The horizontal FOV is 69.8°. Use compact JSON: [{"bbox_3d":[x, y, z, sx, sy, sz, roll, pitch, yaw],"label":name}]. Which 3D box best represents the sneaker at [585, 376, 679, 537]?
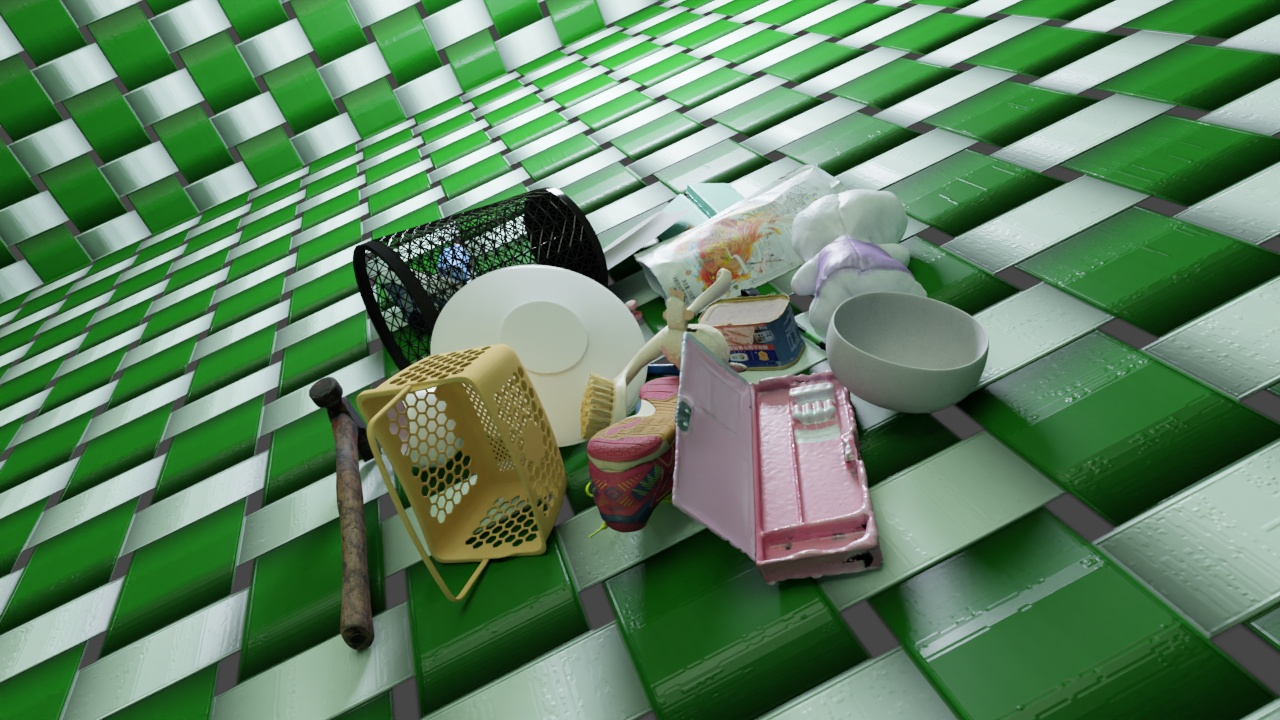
[{"bbox_3d":[0.016,0.078,0.827,0.116,0.091,0.241,-1,16,23],"label":"sneaker"}]

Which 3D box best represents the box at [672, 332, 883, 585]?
[{"bbox_3d":[0.102,0.077,0.751,0.172,0.075,0.232,14,34,-2],"label":"box"}]

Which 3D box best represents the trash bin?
[{"bbox_3d":[-0.184,-0.090,1.120,0.242,0.217,0.217,-31,29,-27],"label":"trash bin"}]

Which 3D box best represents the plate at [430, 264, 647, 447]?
[{"bbox_3d":[-0.102,-0.017,0.960,0.229,0.030,0.229,6,57,-9],"label":"plate"}]

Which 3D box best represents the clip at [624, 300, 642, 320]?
[{"bbox_3d":[-0.023,-0.044,1.114,0.059,0.041,0.023,-36,26,-1],"label":"clip"}]

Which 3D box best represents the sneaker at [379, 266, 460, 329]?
[{"bbox_3d":[-0.327,-0.085,1.339,0.236,0.087,0.079,12,76,52],"label":"sneaker"}]

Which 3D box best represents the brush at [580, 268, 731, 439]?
[{"bbox_3d":[0.021,-0.013,0.956,0.271,0.077,0.062,-50,3,-33],"label":"brush"}]

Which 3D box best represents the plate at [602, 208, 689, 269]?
[{"bbox_3d":[-0.012,-0.161,1.225,0.173,0.019,0.172,-34,10,7],"label":"plate"}]

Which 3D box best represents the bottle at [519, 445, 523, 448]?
[{"bbox_3d":[-0.091,0.056,0.967,0.043,0.043,0.109,2,39,38],"label":"bottle"}]

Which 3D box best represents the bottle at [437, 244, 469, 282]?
[{"bbox_3d":[-0.295,-0.154,1.453,0.048,0.048,0.131,-21,29,4],"label":"bottle"}]

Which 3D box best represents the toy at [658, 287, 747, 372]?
[{"bbox_3d":[0.052,-0.016,0.889,0.050,0.112,0.087,-55,29,-16],"label":"toy"}]

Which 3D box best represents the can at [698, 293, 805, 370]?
[{"bbox_3d":[0.112,-0.028,0.940,0.100,0.059,0.053,-3,35,33],"label":"can"}]

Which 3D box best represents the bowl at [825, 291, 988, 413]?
[{"bbox_3d":[0.225,0.000,0.790,0.132,0.064,0.131,2,32,-1],"label":"bowl"}]

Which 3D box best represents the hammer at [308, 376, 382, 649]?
[{"bbox_3d":[-0.284,0.152,0.914,0.033,0.120,0.330,-25,39,-2],"label":"hammer"}]

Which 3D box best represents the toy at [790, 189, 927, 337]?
[{"bbox_3d":[0.223,-0.115,0.982,0.138,0.085,0.208,-16,35,16],"label":"toy"}]

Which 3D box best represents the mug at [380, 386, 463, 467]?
[{"bbox_3d":[-0.241,0.078,1.003,0.076,0.090,0.124,-2,-24,-41],"label":"mug"}]

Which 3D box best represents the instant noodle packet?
[{"bbox_3d":[0.135,-0.151,1.116,0.269,0.057,0.146,-28,52,-6],"label":"instant noodle packet"}]

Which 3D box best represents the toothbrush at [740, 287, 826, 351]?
[{"bbox_3d":[0.154,-0.047,0.988,0.017,0.014,0.188,-21,28,-13],"label":"toothbrush"}]

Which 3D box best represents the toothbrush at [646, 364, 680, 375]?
[{"bbox_3d":[-0.006,0.006,1.011,0.190,0.017,0.016,1,39,37],"label":"toothbrush"}]

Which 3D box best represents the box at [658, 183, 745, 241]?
[{"bbox_3d":[0.087,-0.195,1.254,0.138,0.056,0.187,-19,28,-6],"label":"box"}]

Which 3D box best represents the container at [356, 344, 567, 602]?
[{"bbox_3d":[-0.156,0.095,0.804,0.129,0.183,0.166,-8,25,25],"label":"container"}]
